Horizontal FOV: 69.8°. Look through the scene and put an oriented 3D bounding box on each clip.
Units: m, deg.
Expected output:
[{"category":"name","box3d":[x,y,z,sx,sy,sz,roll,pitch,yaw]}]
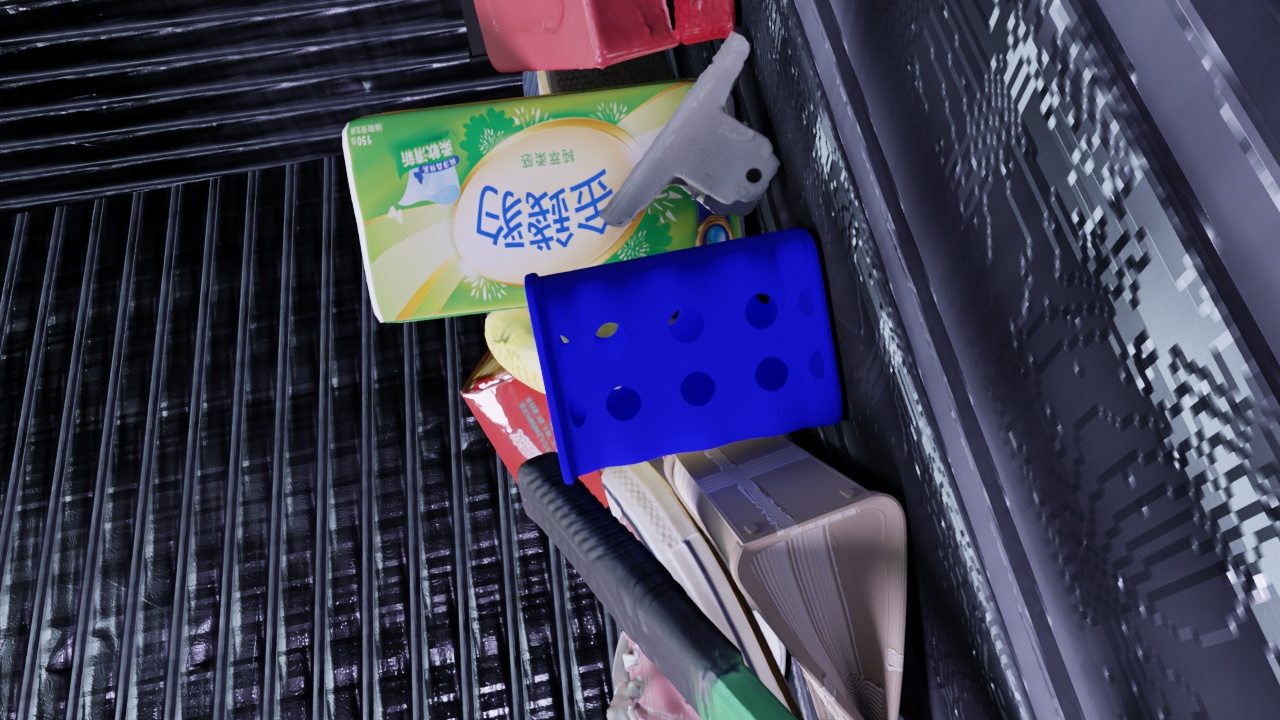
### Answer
[{"category":"clip","box3d":[0.032,-0.089,0.396,0.054,0.101,0.043,35,178,3]}]

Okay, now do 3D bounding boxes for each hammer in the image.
[{"category":"hammer","box3d":[0.030,0.109,0.303,0.319,0.032,0.130,34,143,55]}]

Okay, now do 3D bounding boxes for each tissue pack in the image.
[{"category":"tissue pack","box3d":[-0.049,-0.092,0.512,0.141,0.197,0.120,-111,20,-77]}]

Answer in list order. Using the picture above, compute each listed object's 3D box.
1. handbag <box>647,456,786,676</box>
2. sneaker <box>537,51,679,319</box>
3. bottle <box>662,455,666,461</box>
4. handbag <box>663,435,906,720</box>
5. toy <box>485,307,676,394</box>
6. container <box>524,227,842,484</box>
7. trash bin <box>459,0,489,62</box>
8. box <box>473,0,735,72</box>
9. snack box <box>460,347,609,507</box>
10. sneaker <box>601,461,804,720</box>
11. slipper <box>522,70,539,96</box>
[{"category":"handbag","box3d":[0.040,0.146,0.688,0.142,0.096,0.198,81,175,-48]},{"category":"sneaker","box3d":[-0.016,-0.122,0.644,0.102,0.088,0.241,7,114,69]},{"category":"bottle","box3d":[0.048,0.066,0.572,0.137,0.062,0.062,-115,14,-83]},{"category":"handbag","box3d":[0.079,0.137,0.404,0.175,0.062,0.198,-141,32,-82]},{"category":"toy","box3d":[-0.003,0.003,0.514,0.155,0.170,0.065,30,106,55]},{"category":"container","box3d":[0.016,-0.006,0.390,0.085,0.113,0.084,-120,19,-82]},{"category":"trash bin","box3d":[-0.078,-0.339,0.682,0.139,0.139,0.172,-105,5,-55]},{"category":"box","box3d":[-0.030,-0.219,0.419,0.137,0.127,0.157,-119,18,-66]},{"category":"snack box","box3d":[-0.046,0.004,0.670,0.113,0.060,0.235,61,-161,-21]},{"category":"sneaker","box3d":[0.023,0.163,0.512,0.241,0.088,0.118,62,-178,30]},{"category":"slipper","box3d":[-0.011,-0.167,0.755,0.263,0.082,0.101,58,157,19]}]
